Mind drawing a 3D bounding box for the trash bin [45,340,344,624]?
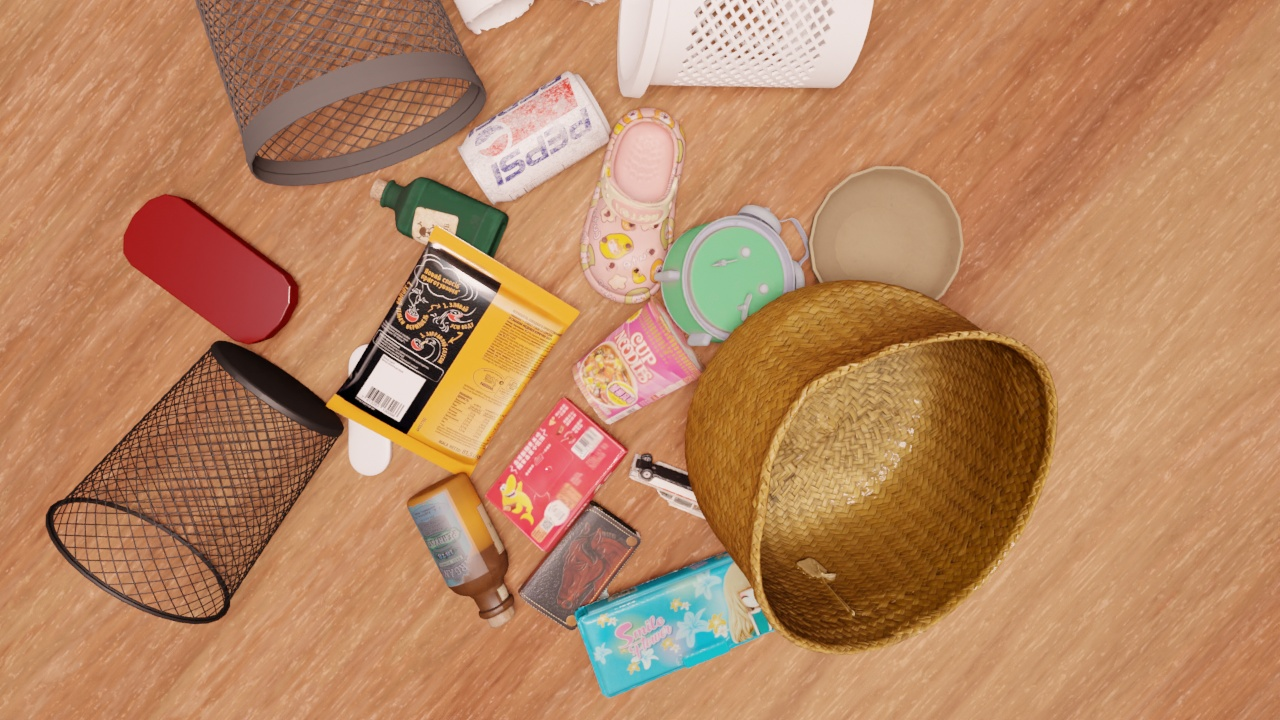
[{"bbox_3d":[-0.407,0.107,0.873,0.184,0.184,0.210,38,87,-4],"label":"trash bin"}]

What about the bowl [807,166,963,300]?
[{"bbox_3d":[0.241,-0.116,0.925,0.152,0.050,0.152,0,95,-1],"label":"bowl"}]

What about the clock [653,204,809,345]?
[{"bbox_3d":[0.103,-0.088,0.905,0.161,0.075,0.122,-32,103,-19],"label":"clock"}]

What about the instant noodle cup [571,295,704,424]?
[{"bbox_3d":[-0.005,0.005,0.914,0.109,0.097,0.097,-34,94,8],"label":"instant noodle cup"}]

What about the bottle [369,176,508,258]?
[{"bbox_3d":[-0.203,-0.144,0.908,0.131,0.061,0.061,24,96,-3],"label":"bottle"}]

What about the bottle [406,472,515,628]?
[{"bbox_3d":[-0.174,0.197,0.934,0.068,0.068,0.157,-26,95,1],"label":"bottle"}]

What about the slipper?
[{"bbox_3d":[-0.007,-0.155,0.903,0.093,0.081,0.197,10,92,-1],"label":"slipper"}]

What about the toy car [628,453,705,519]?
[{"bbox_3d":[0.040,0.134,0.950,0.113,0.039,0.039,21,115,-2],"label":"toy car"}]

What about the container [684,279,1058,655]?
[{"bbox_3d":[0.191,0.084,0.837,0.306,0.196,0.307,-7,113,-18],"label":"container"}]

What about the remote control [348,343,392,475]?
[{"bbox_3d":[-0.278,0.051,0.947,0.043,0.013,0.136,1,95,-1],"label":"remote control"}]

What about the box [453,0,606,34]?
[{"bbox_3d":[-0.119,-0.375,0.875,0.142,0.083,0.140,-23,96,13],"label":"box"}]

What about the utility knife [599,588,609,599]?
[{"bbox_3d":[-0.063,0.212,0.965,0.022,0.015,0.126,-34,98,1],"label":"utility knife"}]

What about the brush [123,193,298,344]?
[{"bbox_3d":[-0.425,-0.090,0.918,0.173,0.042,0.082,37,93,-4],"label":"brush"}]

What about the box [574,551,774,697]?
[{"bbox_3d":[0.052,0.261,0.947,0.226,0.041,0.094,-19,99,-8],"label":"box"}]

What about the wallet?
[{"bbox_3d":[-0.062,0.211,0.947,0.072,0.019,0.123,37,94,-13],"label":"wallet"}]

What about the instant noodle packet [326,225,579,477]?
[{"bbox_3d":[-0.186,-0.001,0.911,0.160,0.032,0.221,31,106,-15],"label":"instant noodle packet"}]

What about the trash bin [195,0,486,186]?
[{"bbox_3d":[-0.283,-0.307,0.823,0.218,0.218,0.227,-22,91,0],"label":"trash bin"}]

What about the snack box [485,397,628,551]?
[{"bbox_3d":[-0.086,0.116,0.937,0.089,0.021,0.133,40,93,19],"label":"snack box"}]

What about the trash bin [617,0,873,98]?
[{"bbox_3d":[0.094,-0.333,0.848,0.199,0.195,0.195,4,94,-11],"label":"trash bin"}]

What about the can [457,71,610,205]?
[{"bbox_3d":[-0.103,-0.216,0.897,0.136,0.078,0.078,-31,94,1],"label":"can"}]
